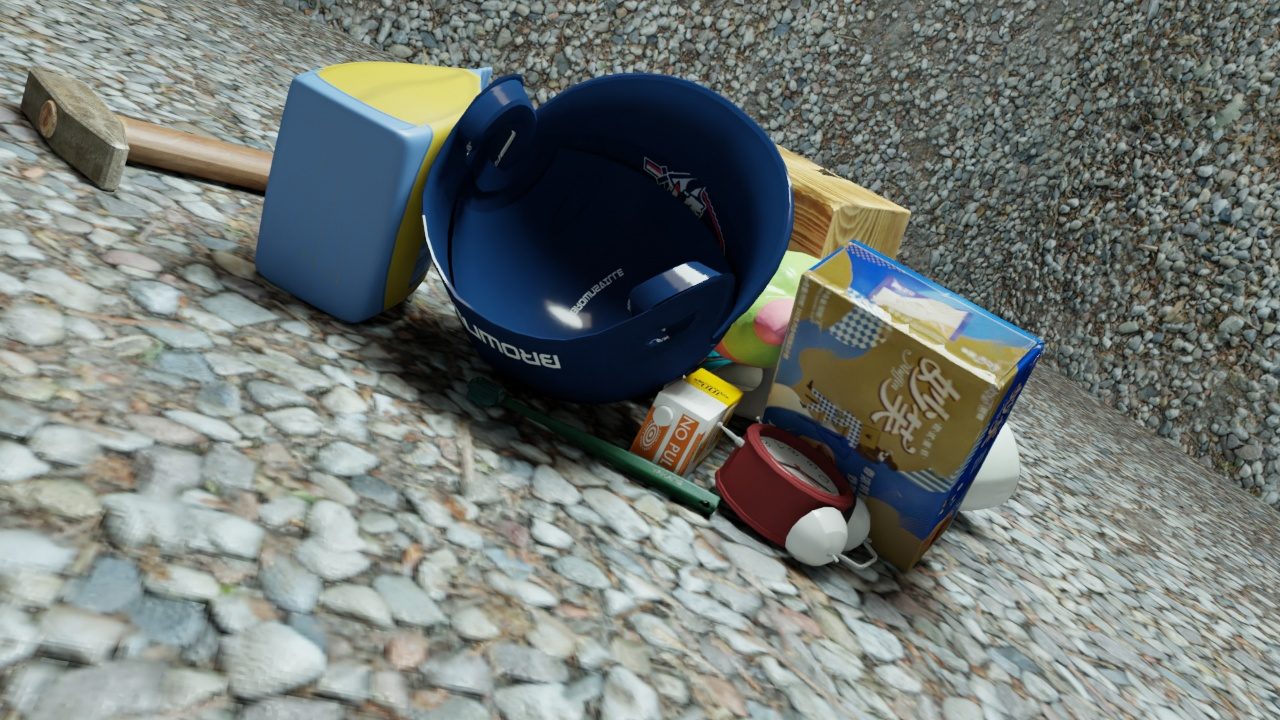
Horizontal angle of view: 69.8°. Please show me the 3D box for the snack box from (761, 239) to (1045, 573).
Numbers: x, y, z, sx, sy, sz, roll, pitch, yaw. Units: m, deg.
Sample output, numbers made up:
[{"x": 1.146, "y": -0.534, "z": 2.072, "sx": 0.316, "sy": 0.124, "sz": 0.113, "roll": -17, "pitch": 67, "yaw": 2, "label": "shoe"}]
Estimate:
[{"x": 0.179, "y": 0.037, "z": 0.682, "sx": 0.155, "sy": 0.203, "sz": 0.069, "roll": 35, "pitch": 50, "yaw": 26, "label": "snack box"}]

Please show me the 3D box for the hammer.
[{"x": -0.352, "y": -0.170, "z": 0.809, "sx": 0.158, "sy": 0.037, "sz": 0.300, "roll": 38, "pitch": 19, "yaw": 35, "label": "hammer"}]

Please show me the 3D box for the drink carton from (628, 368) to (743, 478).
[{"x": 0.034, "y": 0.049, "z": 0.685, "sx": 0.040, "sy": 0.059, "sz": 0.122, "roll": 30, "pitch": 16, "yaw": 12, "label": "drink carton"}]

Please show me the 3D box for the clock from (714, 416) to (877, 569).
[{"x": 0.112, "y": 0.098, "z": 0.659, "sx": 0.137, "sy": 0.048, "sz": 0.096, "roll": 41, "pitch": 20, "yaw": 24, "label": "clock"}]

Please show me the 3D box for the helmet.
[{"x": -0.016, "y": -0.092, "z": 0.689, "sx": 0.232, "sy": 0.272, "sz": 0.223, "roll": 45, "pitch": -5, "yaw": 15, "label": "helmet"}]

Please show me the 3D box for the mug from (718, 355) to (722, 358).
[{"x": 0.045, "y": -0.037, "z": 0.969, "sx": 0.107, "sy": 0.083, "sz": 0.113, "roll": 29, "pitch": 44, "yaw": -3, "label": "mug"}]

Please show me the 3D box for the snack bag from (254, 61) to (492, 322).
[{"x": -0.182, "y": -0.141, "z": 0.700, "sx": 0.102, "sy": 0.159, "sz": 0.204, "roll": 28, "pitch": 29, "yaw": 5, "label": "snack bag"}]

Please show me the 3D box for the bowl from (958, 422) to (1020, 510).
[{"x": 0.298, "y": 0.093, "z": 0.885, "sx": 0.065, "sy": 0.116, "sz": 0.116, "roll": -13, "pitch": 33, "yaw": -21, "label": "bowl"}]

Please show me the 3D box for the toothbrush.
[{"x": -0.033, "y": 0.059, "z": 0.625, "sx": 0.190, "sy": 0.016, "sz": 0.017, "roll": 26, "pitch": 13, "yaw": 0, "label": "toothbrush"}]

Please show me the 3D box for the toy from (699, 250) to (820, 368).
[{"x": 0.086, "y": -0.048, "z": 0.813, "sx": 0.191, "sy": 0.097, "sz": 0.237, "roll": -27, "pitch": 21, "yaw": -30, "label": "toy"}]

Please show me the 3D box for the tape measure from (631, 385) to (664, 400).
[{"x": -0.005, "y": 0.005, "z": 0.791, "sx": 0.061, "sy": 0.034, "sz": 0.061, "roll": 27, "pitch": 31, "yaw": -6, "label": "tape measure"}]

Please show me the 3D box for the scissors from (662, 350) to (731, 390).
[{"x": 0.054, "y": -0.018, "z": 0.895, "sx": 0.153, "sy": 0.019, "sz": 0.124, "roll": 8, "pitch": 56, "yaw": -36, "label": "scissors"}]

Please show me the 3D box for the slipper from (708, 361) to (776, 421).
[{"x": 0.161, "y": 0.027, "z": 0.883, "sx": 0.265, "sy": 0.080, "sz": 0.113, "roll": 15, "pitch": 4, "yaw": -35, "label": "slipper"}]

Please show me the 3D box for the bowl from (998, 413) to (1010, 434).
[{"x": 0.229, "y": 0.055, "z": 0.787, "sx": 0.151, "sy": 0.077, "sz": 0.151, "roll": 22, "pitch": -13, "yaw": 5, "label": "bowl"}]

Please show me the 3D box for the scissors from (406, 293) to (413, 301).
[{"x": -0.235, "y": -0.137, "z": 0.817, "sx": 0.216, "sy": 0.016, "sz": 0.224, "roll": 42, "pitch": 26, "yaw": -3, "label": "scissors"}]

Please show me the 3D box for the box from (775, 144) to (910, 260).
[{"x": 0.241, "y": -0.075, "z": 1.092, "sx": 0.323, "sy": 0.284, "sz": 0.279, "roll": 3, "pitch": 25, "yaw": -28, "label": "box"}]
